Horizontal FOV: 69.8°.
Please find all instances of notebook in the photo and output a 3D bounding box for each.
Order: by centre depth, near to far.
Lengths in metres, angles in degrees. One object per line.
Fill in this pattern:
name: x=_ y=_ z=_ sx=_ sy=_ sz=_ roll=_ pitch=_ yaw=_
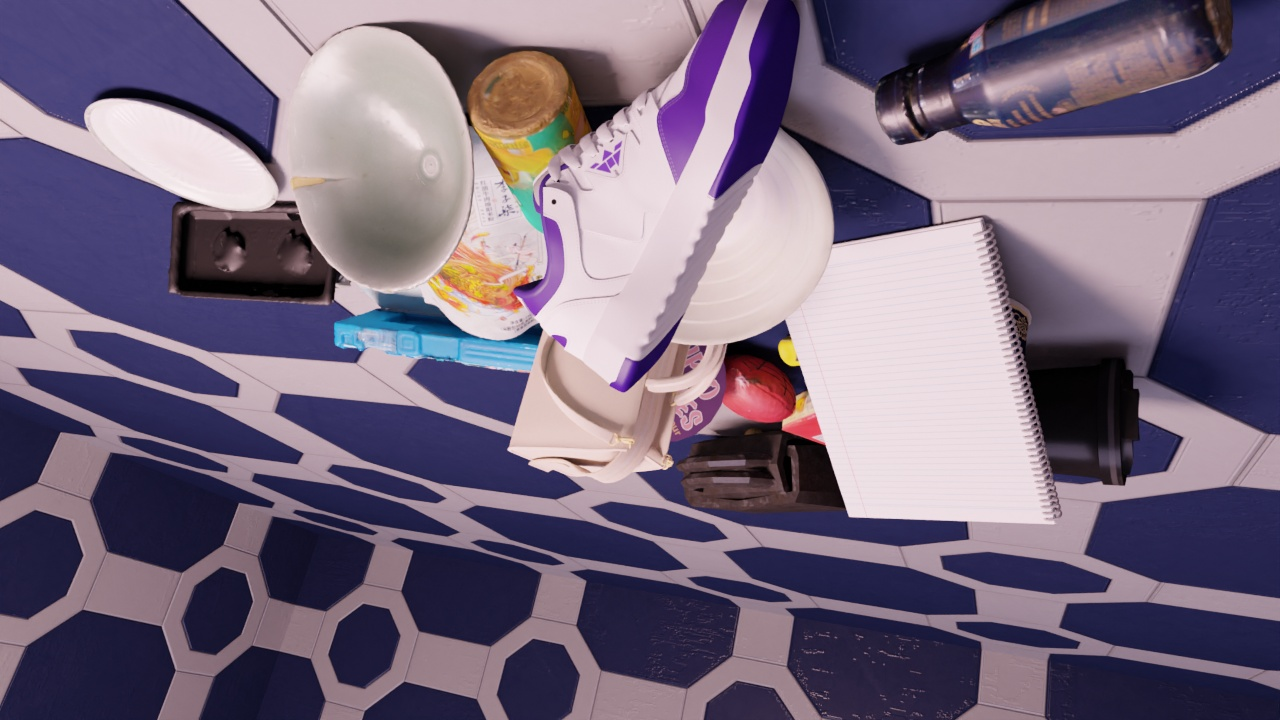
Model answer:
notebook: x=0.211 y=0.019 z=0.716 sx=0.178 sy=0.013 sz=0.246 roll=-6 pitch=112 yaw=41

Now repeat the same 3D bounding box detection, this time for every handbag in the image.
handbag: x=-0.005 y=0.004 z=0.758 sx=0.101 sy=0.194 sz=0.198 roll=28 pitch=158 yaw=-36
handbag: x=0.136 y=0.134 z=1.134 sx=0.199 sy=0.102 sz=0.198 roll=9 pitch=166 yaw=-40

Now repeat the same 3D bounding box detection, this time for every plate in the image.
plate: x=-0.387 y=-0.175 z=0.781 sx=0.157 sy=0.014 sz=0.157 roll=11 pitch=159 yaw=4

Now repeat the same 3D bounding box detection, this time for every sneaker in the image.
sneaker: x=-0.001 y=-0.107 z=0.533 sx=0.111 sy=0.245 sz=0.091 roll=31 pitch=-155 yaw=10

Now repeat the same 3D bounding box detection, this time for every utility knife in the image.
utility knife: x=0.179 y=-0.008 z=0.794 sx=0.188 sy=0.020 sz=0.029 roll=0 pitch=116 yaw=65

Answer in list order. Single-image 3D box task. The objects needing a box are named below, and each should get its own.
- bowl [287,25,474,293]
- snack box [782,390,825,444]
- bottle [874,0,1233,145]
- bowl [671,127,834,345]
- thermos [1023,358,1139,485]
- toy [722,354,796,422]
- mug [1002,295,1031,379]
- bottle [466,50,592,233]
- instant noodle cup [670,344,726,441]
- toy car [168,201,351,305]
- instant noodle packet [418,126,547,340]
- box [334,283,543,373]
bowl: x=-0.160 y=-0.136 z=0.626 sx=0.175 sy=0.174 sz=0.067 roll=-2 pitch=-169 yaw=34
snack box: x=0.249 y=0.064 z=0.977 sx=0.145 sy=0.040 sz=0.143 roll=20 pitch=158 yaw=-16
bottle: x=0.194 y=-0.146 z=0.450 sx=0.161 sy=0.056 sz=0.056 roll=-9 pitch=150 yaw=44
bowl: x=0.039 y=-0.098 z=0.615 sx=0.177 sy=0.057 sz=0.177 roll=5 pitch=127 yaw=6
thermos: x=0.319 y=0.053 z=0.812 sx=0.219 sy=0.105 sz=0.106 roll=-1 pitch=155 yaw=31
toy: x=0.119 y=0.030 z=0.950 sx=0.092 sy=0.062 sz=0.133 roll=30 pitch=-179 yaw=14
mug: x=0.257 y=-0.001 z=0.736 sx=0.111 sy=0.089 sz=0.086 roll=25 pitch=156 yaw=-28
bottle: x=-0.054 y=-0.121 z=0.646 sx=0.068 sy=0.068 sz=0.210 roll=7 pitch=158 yaw=15
instant noodle cup: x=0.004 y=0.028 z=0.930 sx=0.136 sy=0.122 sz=0.122 roll=-28 pitch=179 yaw=-14
toy car: x=-0.353 y=-0.102 z=0.880 sx=0.192 sy=0.094 sz=0.071 roll=3 pitch=-178 yaw=21
instant noodle packet: x=-0.148 y=-0.106 z=0.768 sx=0.147 sy=0.057 sz=0.270 roll=8 pitch=153 yaw=6
box: x=-0.188 y=-0.047 z=0.952 sx=0.244 sy=0.085 sz=0.091 roll=7 pitch=-165 yaw=15
